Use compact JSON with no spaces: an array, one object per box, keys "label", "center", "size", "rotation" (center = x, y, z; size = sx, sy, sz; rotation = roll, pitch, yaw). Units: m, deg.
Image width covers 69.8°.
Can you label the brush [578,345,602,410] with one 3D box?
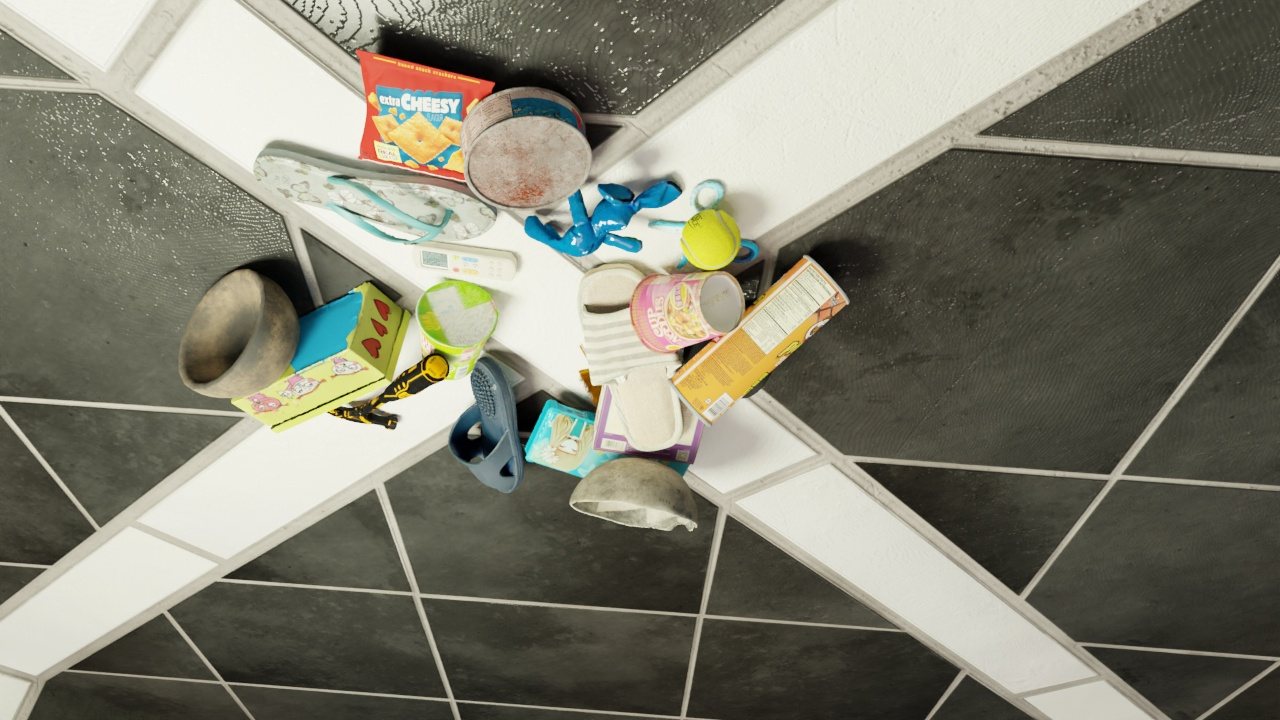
[{"label":"brush","center":[-0.059,0.028,1.256],"size":[0.048,0.017,0.126],"rotation":[-10,137,17]}]

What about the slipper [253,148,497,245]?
[{"label":"slipper","center":[-0.296,-0.167,1.021],"size":[0.268,0.054,0.098],"rotation":[12,151,-4]}]

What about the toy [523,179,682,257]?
[{"label":"toy","center":[-0.050,-0.154,0.997],"size":[0.177,0.071,0.112],"rotation":[-18,161,27]}]

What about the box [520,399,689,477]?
[{"label":"box","center":[-0.059,0.148,1.337],"size":[0.227,0.085,0.170],"rotation":[20,145,-17]}]

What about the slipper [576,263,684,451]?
[{"label":"slipper","center":[-0.007,0.007,1.147],"size":[0.114,0.054,0.273],"rotation":[-17,120,3]}]

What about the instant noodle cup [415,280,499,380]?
[{"label":"instant noodle cup","center":[-0.236,-0.030,1.154],"size":[0.099,0.098,0.108],"rotation":[14,146,-10]}]

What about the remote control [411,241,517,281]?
[{"label":"remote control","center":[-0.211,-0.119,1.100],"size":[0.125,0.018,0.038],"rotation":[8,139,-3]}]

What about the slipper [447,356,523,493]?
[{"label":"slipper","center":[-0.223,0.109,1.289],"size":[0.082,0.101,0.264],"rotation":[-30,145,-30]}]

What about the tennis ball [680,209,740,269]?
[{"label":"tennis ball","center":[0.077,-0.132,1.003],"size":[0.065,0.065,0.065],"rotation":[3,139,2]}]

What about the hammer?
[{"label":"hammer","center":[-0.334,0.044,1.218],"size":[0.123,0.036,0.322],"rotation":[18,156,-30]}]

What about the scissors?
[{"label":"scissors","center":[0.078,-0.146,1.045],"size":[0.139,0.011,0.134],"rotation":[17,135,-16]}]

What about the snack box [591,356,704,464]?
[{"label":"snack box","center":[0.017,0.061,1.229],"size":[0.143,0.040,0.148],"rotation":[10,117,-7]}]

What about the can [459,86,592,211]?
[{"label":"can","center":[-0.116,-0.213,0.934],"size":[0.130,0.044,0.130],"rotation":[-9,148,-6]}]

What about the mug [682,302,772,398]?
[{"label":"mug","center":[0.121,-0.019,1.148],"size":[0.088,0.078,0.114],"rotation":[29,107,-26]}]

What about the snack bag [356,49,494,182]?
[{"label":"snack bag","center":[-0.222,-0.245,0.936],"size":[0.130,0.039,0.144],"rotation":[11,145,-10]}]

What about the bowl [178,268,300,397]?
[{"label":"bowl","center":[-0.489,-0.027,1.134],"size":[0.163,0.162,0.070],"rotation":[-20,149,26]}]

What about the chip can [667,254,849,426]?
[{"label":"chip can","center":[0.135,-0.022,1.062],"size":[0.215,0.075,0.075],"rotation":[-42,126,7]}]

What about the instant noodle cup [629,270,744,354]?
[{"label":"instant noodle cup","center":[0.058,-0.060,1.053],"size":[0.097,0.097,0.109],"rotation":[34,156,-30]}]

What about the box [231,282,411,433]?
[{"label":"box","center":[-0.408,-0.001,1.179],"size":[0.221,0.124,0.083],"rotation":[-21,135,24]}]

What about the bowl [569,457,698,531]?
[{"label":"bowl","center":[-0.004,0.176,1.248],"size":[0.178,0.081,0.179],"rotation":[7,162,2]}]
